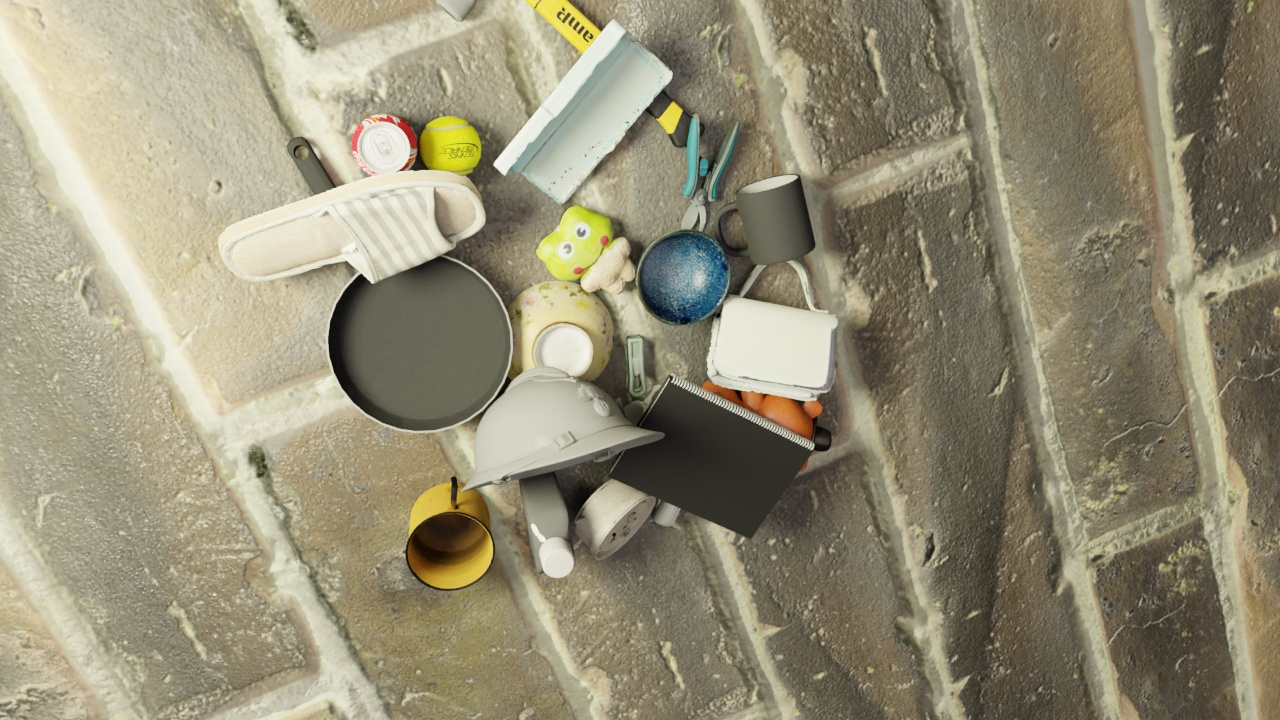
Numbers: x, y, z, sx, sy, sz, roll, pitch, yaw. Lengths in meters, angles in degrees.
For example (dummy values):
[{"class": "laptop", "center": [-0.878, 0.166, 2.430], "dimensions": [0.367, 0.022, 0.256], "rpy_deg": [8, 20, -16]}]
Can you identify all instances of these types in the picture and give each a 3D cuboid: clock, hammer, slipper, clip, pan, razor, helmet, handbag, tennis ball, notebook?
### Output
[{"class": "clock", "center": [-0.023, 0.179, 1.147], "dimensions": [0.156, 0.061, 0.104], "rpy_deg": [-36, 156, -30]}, {"class": "hammer", "center": [-0.051, -0.355, 1.014], "dimensions": [0.324, 0.034, 0.170], "rpy_deg": [38, 93, -21]}, {"class": "slipper", "center": [-0.295, -0.129, 0.945], "dimensions": [0.272, 0.054, 0.115], "rpy_deg": [-12, 144, -2]}, {"class": "clip", "center": [-0.007, 0.006, 1.127], "dimensions": [0.023, 0.042, 0.076], "rpy_deg": [-6, 106, -10]}, {"class": "pan", "center": [-0.284, -0.086, 1.025], "dimensions": [0.204, 0.044, 0.356], "rpy_deg": [-30, 101, -2]}, {"class": "razor", "center": [0.083, 0.183, 1.193], "dimensions": [0.116, 0.047, 0.088], "rpy_deg": [21, 100, -26]}, {"class": "helmet", "center": [-0.103, 0.065, 1.020], "dimensions": [0.183, 0.272, 0.117], "rpy_deg": [-7, 79, -49]}, {"class": "handbag", "center": [0.164, -0.046, 1.126], "dimensions": [0.151, 0.074, 0.175], "rpy_deg": [9, 76, -3]}, {"class": "tennis ball", "center": [-0.205, -0.230, 0.993], "dimensions": [0.065, 0.065, 0.065], "rpy_deg": [-3, 106, -12]}, {"class": "notebook", "center": [0.086, 0.118, 1.101], "dimensions": [0.206, 0.016, 0.149], "rpy_deg": [26, 109, -17]}]

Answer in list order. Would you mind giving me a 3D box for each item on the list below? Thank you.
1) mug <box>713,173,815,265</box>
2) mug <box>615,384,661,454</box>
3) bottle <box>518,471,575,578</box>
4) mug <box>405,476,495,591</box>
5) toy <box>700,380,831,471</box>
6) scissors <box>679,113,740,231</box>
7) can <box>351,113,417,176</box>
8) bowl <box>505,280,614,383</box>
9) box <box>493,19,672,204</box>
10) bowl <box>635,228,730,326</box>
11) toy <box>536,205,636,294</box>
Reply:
[{"class": "mug", "center": [0.144, -0.164, 1.093], "dimensions": [0.114, 0.078, 0.088], "rpy_deg": [-11, 110, 18]}, {"class": "mug", "center": [0.022, 0.087, 1.142], "dimensions": [0.089, 0.071, 0.107], "rpy_deg": [34, 68, -24]}, {"class": "bottle", "center": [-0.108, 0.200, 1.080], "dimensions": [0.046, 0.174, 0.084], "rpy_deg": [-10, 107, -10]}, {"class": "mug", "center": [-0.226, 0.196, 1.094], "dimensions": [0.100, 0.094, 0.124], "rpy_deg": [4, 106, -13]}, {"class": "toy", "center": [0.154, 0.086, 1.152], "dimensions": [0.176, 0.096, 0.112], "rpy_deg": [16, 101, 3]}, {"class": "scissors", "center": [0.077, -0.223, 1.075], "dimensions": [0.124, 0.019, 0.156], "rpy_deg": [-36, 129, -7]}, {"class": "can", "center": [-0.266, -0.225, 0.959], "dimensions": [0.064, 0.105, 0.064], "rpy_deg": [-3, 106, -12]}, {"class": "bowl", "center": [-0.096, -0.017, 1.080], "dimensions": [0.145, 0.063, 0.145], "rpy_deg": [-3, 106, -12]}, {"class": "box", "center": [-0.062, -0.264, 0.992], "dimensions": [0.198, 0.074, 0.126], "rpy_deg": [-46, 135, 16]}, {"class": "bowl", "center": [0.044, -0.101, 1.090], "dimensions": [0.114, 0.061, 0.114], "rpy_deg": [-3, 104, -13]}, {"class": "toy", "center": [-0.056, -0.122, 1.070], "dimensions": [0.118, 0.043, 0.092], "rpy_deg": [38, 93, -21]}]
